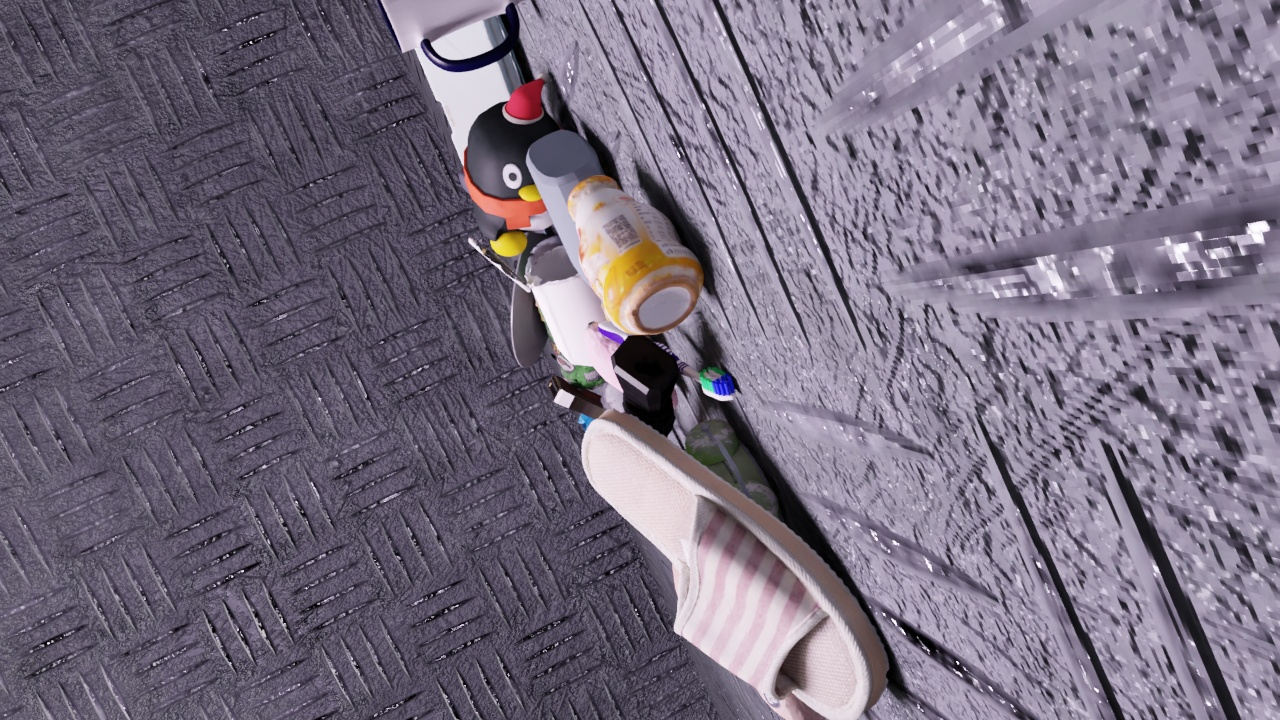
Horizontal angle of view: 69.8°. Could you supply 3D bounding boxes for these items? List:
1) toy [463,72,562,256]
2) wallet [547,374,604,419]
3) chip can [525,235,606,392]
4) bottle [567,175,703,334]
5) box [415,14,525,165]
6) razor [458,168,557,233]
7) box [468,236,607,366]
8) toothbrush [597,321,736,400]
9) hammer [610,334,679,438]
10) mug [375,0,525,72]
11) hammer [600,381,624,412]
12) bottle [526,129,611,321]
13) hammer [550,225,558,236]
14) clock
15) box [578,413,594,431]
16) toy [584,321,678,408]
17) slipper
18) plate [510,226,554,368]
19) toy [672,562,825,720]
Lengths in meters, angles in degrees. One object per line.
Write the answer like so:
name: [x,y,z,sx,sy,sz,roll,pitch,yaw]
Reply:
toy: [-0.096,-0.158,0.734,0.119,0.097,0.099,83,164,-60]
wallet: [-0.050,0.056,1.109,0.123,0.019,0.072,25,-173,-19]
chip can: [-0.071,-0.046,1.000,0.075,0.075,0.223,60,171,27]
bottle: [-0.008,-0.067,0.555,0.108,0.063,0.063,59,171,36]
box: [-0.126,-0.242,0.813,0.096,0.086,0.199,-82,-20,-49]
razor: [-0.125,-0.162,0.905,0.143,0.052,0.047,22,146,27]
box: [-0.077,-0.063,0.833,0.084,0.118,0.160,49,161,55]
toothbrush: [0.013,-0.005,0.665,0.187,0.015,0.016,29,143,56]
hammer: [0.008,0.058,0.738,0.131,0.039,0.328,36,165,14]
mug: [-0.131,-0.256,0.637,0.112,0.097,0.079,64,172,0]
hammer: [0.054,0.153,0.937,0.328,0.052,0.098,60,172,6]
bottle: [-0.034,-0.092,0.702,0.072,0.046,0.161,56,172,47]
hammer: [-0.129,-0.236,0.920,0.322,0.043,0.156,65,173,-24]
clock: [0.067,0.096,0.660,0.094,0.042,0.119,57,169,35]
box: [0.016,0.139,1.106,0.173,0.066,0.232,47,180,-26]
toy: [-0.005,0.005,0.786,0.093,0.050,0.102,45,-169,17]
slipper: [0.043,0.135,0.604,0.263,0.052,0.115,41,138,28]
plate: [-0.109,-0.079,1.019,0.178,0.012,0.178,11,-91,-81]
toy: [0.074,0.213,0.778,0.196,0.065,0.264,56,172,5]
